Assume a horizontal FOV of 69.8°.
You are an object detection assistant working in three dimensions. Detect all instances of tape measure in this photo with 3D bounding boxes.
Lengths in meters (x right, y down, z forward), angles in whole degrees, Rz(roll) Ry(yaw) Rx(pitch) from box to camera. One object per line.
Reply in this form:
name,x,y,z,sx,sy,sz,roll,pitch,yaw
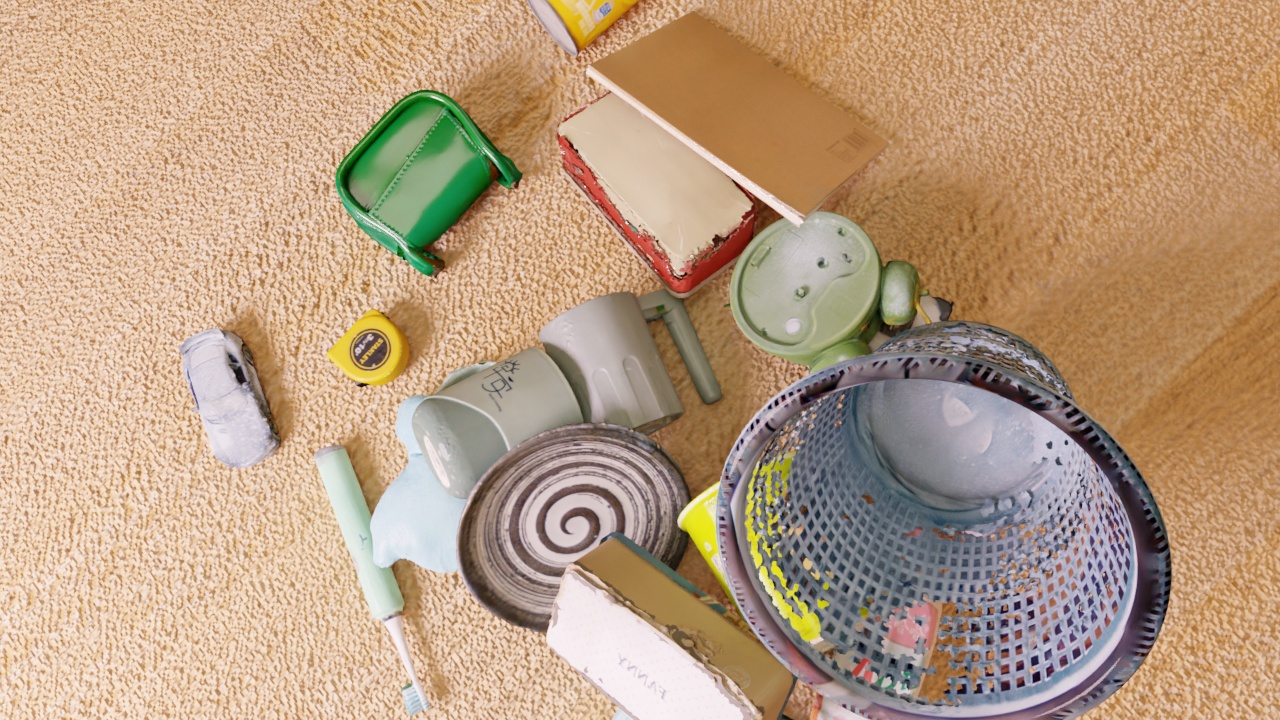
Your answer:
tape measure,0.203,-0.028,0.721,0.066,0.033,0.066,25,83,12
tape measure,-0.222,-0.007,0.766,0.057,0.029,0.060,40,86,13

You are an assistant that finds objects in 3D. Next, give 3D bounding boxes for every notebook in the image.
notebook,0.082,-0.203,0.737,0.211,0.012,0.149,39,52,13

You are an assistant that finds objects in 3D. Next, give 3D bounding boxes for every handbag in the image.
handbag,-0.180,-0.149,0.774,0.120,0.068,0.131,43,85,5

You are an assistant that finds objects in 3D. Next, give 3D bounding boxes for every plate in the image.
plate,-0.048,0.124,0.684,0.179,0.024,0.180,-6,114,-13

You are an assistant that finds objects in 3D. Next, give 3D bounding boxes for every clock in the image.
clock,0.143,-0.042,0.694,0.161,0.056,0.116,38,93,35

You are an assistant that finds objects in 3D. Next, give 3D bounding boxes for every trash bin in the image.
trash bin,0.183,0.074,0.556,0.227,0.194,0.227,9,112,22

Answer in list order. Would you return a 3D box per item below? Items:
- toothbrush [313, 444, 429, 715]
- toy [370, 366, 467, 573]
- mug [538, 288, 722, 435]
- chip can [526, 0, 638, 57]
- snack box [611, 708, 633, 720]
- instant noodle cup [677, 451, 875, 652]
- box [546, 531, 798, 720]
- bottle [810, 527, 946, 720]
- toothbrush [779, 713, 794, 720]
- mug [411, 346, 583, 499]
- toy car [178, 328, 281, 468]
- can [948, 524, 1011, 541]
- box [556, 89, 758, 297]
toothbrush,-0.212,0.172,0.733,0.027,0.027,0.224,-20,77,-24
toy,-0.151,0.093,0.730,0.161,0.050,0.156,-30,72,-9
mug,-0.004,0.004,0.721,0.123,0.084,0.103,-19,78,-23
chip can,0.001,-0.358,0.786,0.213,0.072,0.072,-41,78,-3
snack box,0.054,0.307,0.664,0.175,0.051,0.074,33,83,11
instant noodle cup,0.102,0.145,0.647,0.111,0.112,0.123,-27,65,1
box,0.012,0.196,0.626,0.184,0.061,0.090,34,124,28
bottle,0.174,0.217,0.662,0.068,0.068,0.196,23,81,10
toothbrush,0.071,0.246,0.657,0.186,0.012,0.017,17,90,33
mug,-0.116,0.041,0.695,0.106,0.082,0.112,-28,45,-22
toy car,-0.346,0.032,0.770,0.054,0.037,0.120,-25,81,1
can,0.225,0.071,0.689,0.053,0.053,0.134,-35,78,-1
box,0.010,-0.141,0.726,0.091,0.077,0.168,-36,69,-11
